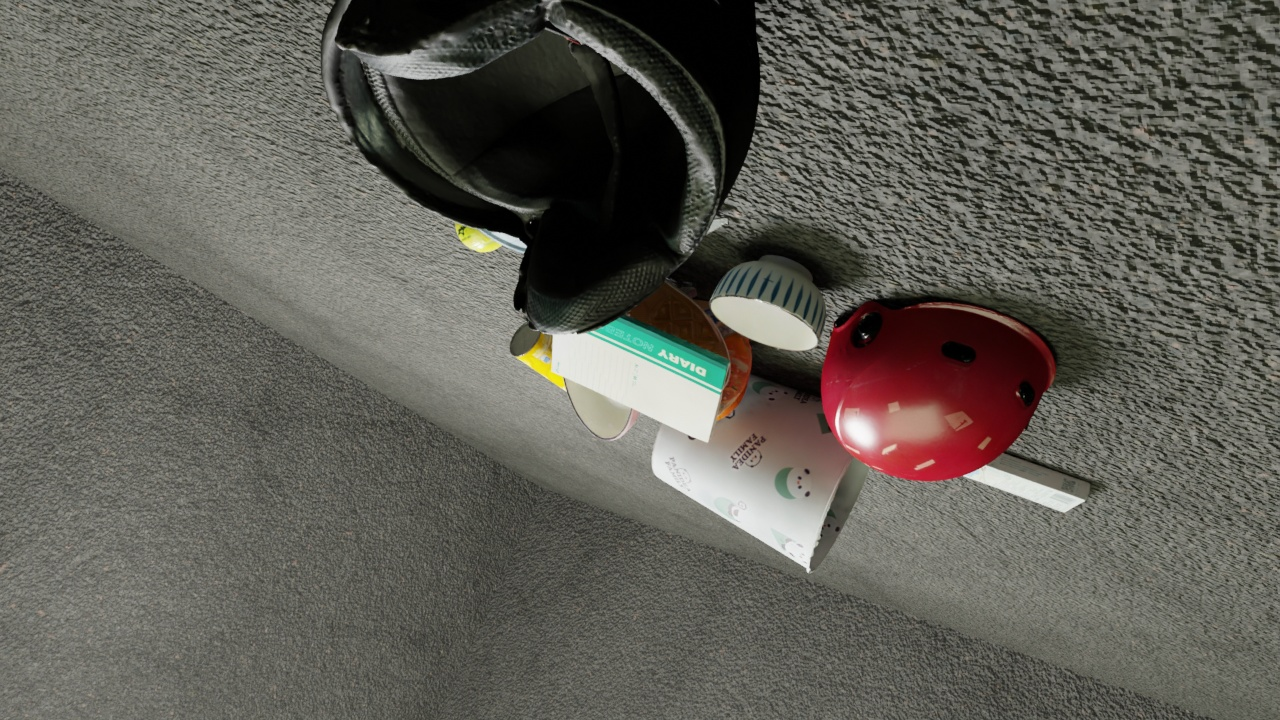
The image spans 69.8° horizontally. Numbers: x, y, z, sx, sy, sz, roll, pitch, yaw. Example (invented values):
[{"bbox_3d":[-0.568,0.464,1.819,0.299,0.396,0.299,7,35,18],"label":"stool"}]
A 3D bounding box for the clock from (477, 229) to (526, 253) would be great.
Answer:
[{"bbox_3d":[-0.124,-0.167,0.981,0.117,0.059,0.159,35,163,-30],"label":"clock"}]

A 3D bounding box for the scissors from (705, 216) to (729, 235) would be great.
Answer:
[{"bbox_3d":[-0.014,-0.112,0.930,0.224,0.015,0.189,10,140,13],"label":"scissors"}]

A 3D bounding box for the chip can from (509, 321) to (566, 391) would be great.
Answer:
[{"bbox_3d":[-0.123,0.013,1.555,0.072,0.072,0.213,7,156,47],"label":"chip can"}]

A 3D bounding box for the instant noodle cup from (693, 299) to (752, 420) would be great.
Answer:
[{"bbox_3d":[0.069,0.011,1.140,0.151,0.151,0.111,20,173,16],"label":"instant noodle cup"}]

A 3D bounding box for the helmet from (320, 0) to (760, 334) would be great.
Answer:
[{"bbox_3d":[-0.056,-0.168,0.561,0.275,0.229,0.233,12,146,34],"label":"helmet"}]

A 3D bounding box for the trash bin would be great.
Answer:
[{"bbox_3d":[0.168,0.130,1.254,0.252,0.229,0.229,24,166,22],"label":"trash bin"}]

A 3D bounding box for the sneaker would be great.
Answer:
[{"bbox_3d":[0.010,-0.056,1.060,0.241,0.118,0.088,46,180,-8],"label":"sneaker"}]

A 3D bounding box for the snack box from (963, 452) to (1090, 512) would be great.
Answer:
[{"bbox_3d":[0.485,0.150,1.185,0.157,0.026,0.085,20,165,14],"label":"snack box"}]

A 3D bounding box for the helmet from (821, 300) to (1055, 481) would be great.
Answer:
[{"bbox_3d":[0.285,0.044,0.924,0.207,0.143,0.240,29,163,-11],"label":"helmet"}]

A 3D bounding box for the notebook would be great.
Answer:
[{"bbox_3d":[-0.006,0.006,1.025,0.209,0.012,0.151,24,144,13],"label":"notebook"}]

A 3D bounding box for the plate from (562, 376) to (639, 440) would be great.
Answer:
[{"bbox_3d":[-0.046,0.010,1.234,0.039,0.192,0.193,-11,-175,-32],"label":"plate"}]

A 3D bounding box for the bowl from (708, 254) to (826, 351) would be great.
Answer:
[{"bbox_3d":[0.134,-0.064,0.924,0.116,0.066,0.116,22,165,6],"label":"bowl"}]

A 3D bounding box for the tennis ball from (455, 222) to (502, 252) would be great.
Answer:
[{"bbox_3d":[-0.185,-0.160,1.080,0.065,0.065,0.065,22,165,6],"label":"tennis ball"}]
